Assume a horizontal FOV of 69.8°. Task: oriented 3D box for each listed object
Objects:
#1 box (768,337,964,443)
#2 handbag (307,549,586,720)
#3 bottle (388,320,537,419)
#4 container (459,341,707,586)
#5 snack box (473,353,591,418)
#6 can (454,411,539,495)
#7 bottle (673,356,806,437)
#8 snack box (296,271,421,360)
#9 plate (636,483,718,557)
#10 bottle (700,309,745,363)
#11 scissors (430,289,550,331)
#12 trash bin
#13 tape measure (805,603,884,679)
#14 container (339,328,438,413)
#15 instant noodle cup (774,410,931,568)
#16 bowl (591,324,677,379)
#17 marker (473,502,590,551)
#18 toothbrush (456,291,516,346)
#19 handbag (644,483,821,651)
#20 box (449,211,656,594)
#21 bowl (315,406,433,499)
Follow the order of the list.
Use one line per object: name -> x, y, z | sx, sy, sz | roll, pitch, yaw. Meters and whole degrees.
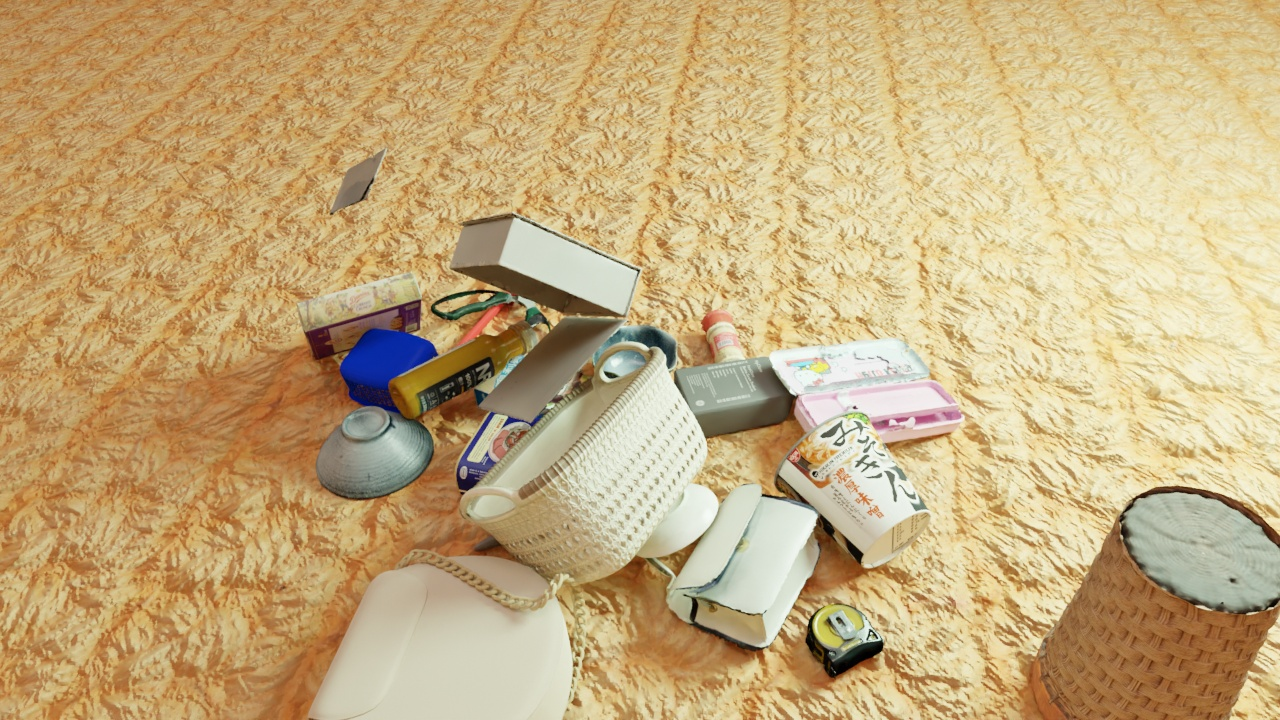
box -> 0.263, 0.037, 1.080 | 0.201, 0.038, 0.152 | -5, 40, -22
handbag -> -0.168, 0.268, 0.807 | 0.209, 0.103, 0.210 | 1, 38, 11
bottle -> -0.210, 0.007, 1.108 | 0.185, 0.053, 0.053 | -30, 47, -29
container -> -0.049, 0.105, 0.910 | 0.185, 0.143, 0.245 | -24, 17, 47
snack box -> -0.118, 0.043, 1.126 | 0.151, 0.034, 0.087 | 19, 45, 24
can -> -0.143, 0.110, 1.030 | 0.092, 0.057, 0.116 | 9, 41, 16
bottle -> 0.134, 0.039, 1.107 | 0.173, 0.046, 0.083 | -9, 40, -8
snack box -> -0.358, -0.055, 1.181 | 0.147, 0.144, 0.040 | -18, 81, -18
plate -> 0.027, 0.156, 0.939 | 0.104, 0.026, 0.104 | -26, 22, 11
bottle -> 0.109, -0.020, 1.183 | 0.044, 0.044, 0.109 | -7, 40, -5
scissors -> -0.194, -0.069, 1.263 | 0.202, 0.015, 0.201 | 3, 43, -1
trash bin -> 0.420, 0.222, 0.742 | 0.151, 0.210, 0.151 | -2, 40, 2
tape measure -> 0.185, 0.256, 0.853 | 0.061, 0.034, 0.061 | -21, 41, -22
container -> -0.311, 0.009, 1.146 | 0.114, 0.058, 0.096 | 12, 51, 20
instant noodle cup -> 0.223, 0.137, 0.939 | 0.123, 0.124, 0.121 | -21, 52, -21
bowl -> -0.007, 0.007, 1.147 | 0.110, 0.055, 0.110 | -1, 39, 1
marker -> -0.114, 0.173, 0.980 | 0.138, 0.022, 0.016 | -20, 47, -21
toothbrush -> -0.220, -0.038, 1.246 | 0.018, 0.012, 0.211 | 17, 43, 17
handbag -> 0.075, 0.189, 0.913 | 0.176, 0.074, 0.150 | 11, 41, 31
box -> -0.103, 0.047, 1.042 | 0.173, 0.422, 0.168 | -7, 7, -29
bowl -> -0.313, 0.091, 1.062 | 0.137, 0.057, 0.136 | -2, 40, 1
